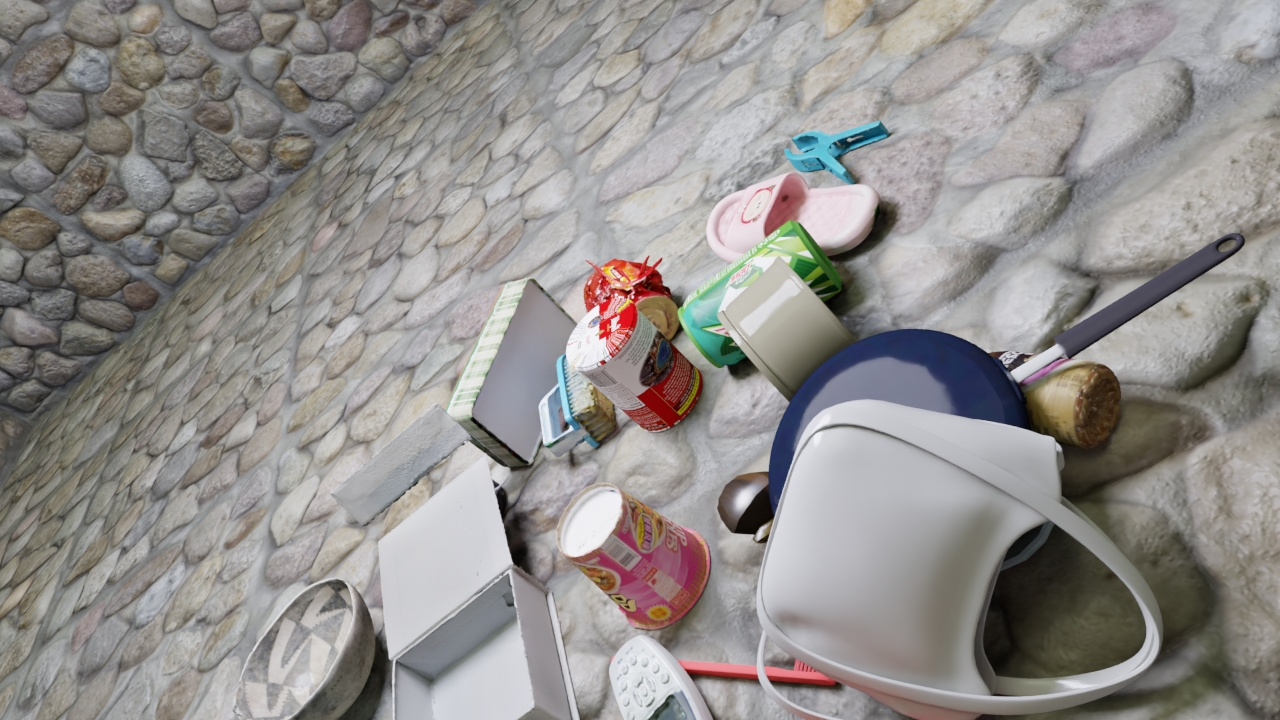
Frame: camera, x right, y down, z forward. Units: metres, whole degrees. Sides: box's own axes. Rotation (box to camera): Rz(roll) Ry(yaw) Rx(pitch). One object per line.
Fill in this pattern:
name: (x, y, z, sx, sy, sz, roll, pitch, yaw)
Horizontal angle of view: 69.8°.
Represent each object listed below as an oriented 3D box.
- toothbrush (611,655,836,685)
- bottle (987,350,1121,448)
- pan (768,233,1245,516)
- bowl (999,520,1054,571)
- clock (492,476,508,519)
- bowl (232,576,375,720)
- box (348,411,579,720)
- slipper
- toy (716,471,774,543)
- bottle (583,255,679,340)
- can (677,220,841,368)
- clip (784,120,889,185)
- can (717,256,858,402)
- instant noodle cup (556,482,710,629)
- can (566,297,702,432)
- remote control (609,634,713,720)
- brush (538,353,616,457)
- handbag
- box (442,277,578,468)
toothbrush: (0.058, 0.234, 0.712, 0.213, 0.012, 0.017, -12, 47, 40)
bottle: (0.257, 0.021, 0.674, 0.166, 0.059, 0.059, 12, 64, 52)
pan: (0.234, 0.023, 0.625, 0.357, 0.021, 0.198, -37, 47, 22)
bowl: (0.235, 0.097, 0.627, 0.107, 0.039, 0.106, -23, 53, 34)
clock: (-0.199, 0.172, 1.025, 0.091, 0.044, 0.122, 16, 67, 53)
bowl: (-0.343, 0.329, 0.987, 0.179, 0.081, 0.178, -28, 38, 24)
box: (-0.180, 0.234, 0.894, 0.166, 0.098, 0.368, -39, 41, 10)
slipper: (0.153, -0.150, 0.967, 0.222, 0.055, 0.106, 9, 63, 49)
toy: (0.110, 0.125, 0.734, 0.076, 0.063, 0.100, -20, 30, -32)
bottle: (-0.012, -0.070, 1.028, 0.099, 0.099, 0.111, -45, 38, 2)
can: (0.115, -0.062, 0.890, 0.144, 0.083, 0.083, -36, 35, 18)
clip: (0.203, -0.224, 1.017, 0.102, 0.027, 0.119, -51, 34, -11)
can: (0.134, -0.018, 0.787, 0.073, 0.128, 0.127, -42, 34, 10)
instant noodle cup: (-0.011, 0.159, 0.777, 0.098, 0.108, 0.097, -28, 37, 24)
can: (-0.005, 0.005, 0.922, 0.087, 0.116, 0.086, -28, 38, 25)
remote control: (0.015, 0.262, 0.701, 0.060, 0.028, 0.114, -50, 41, 10)
brush: (-0.076, 0.040, 1.018, 0.075, 0.055, 0.135, -32, 36, 12)
handbag: (0.190, 0.140, 0.560, 0.223, 0.095, 0.216, 19, 98, 25)
box: (-0.144, 0.013, 1.068, 0.051, 0.117, 0.205, -8, 51, 37)
